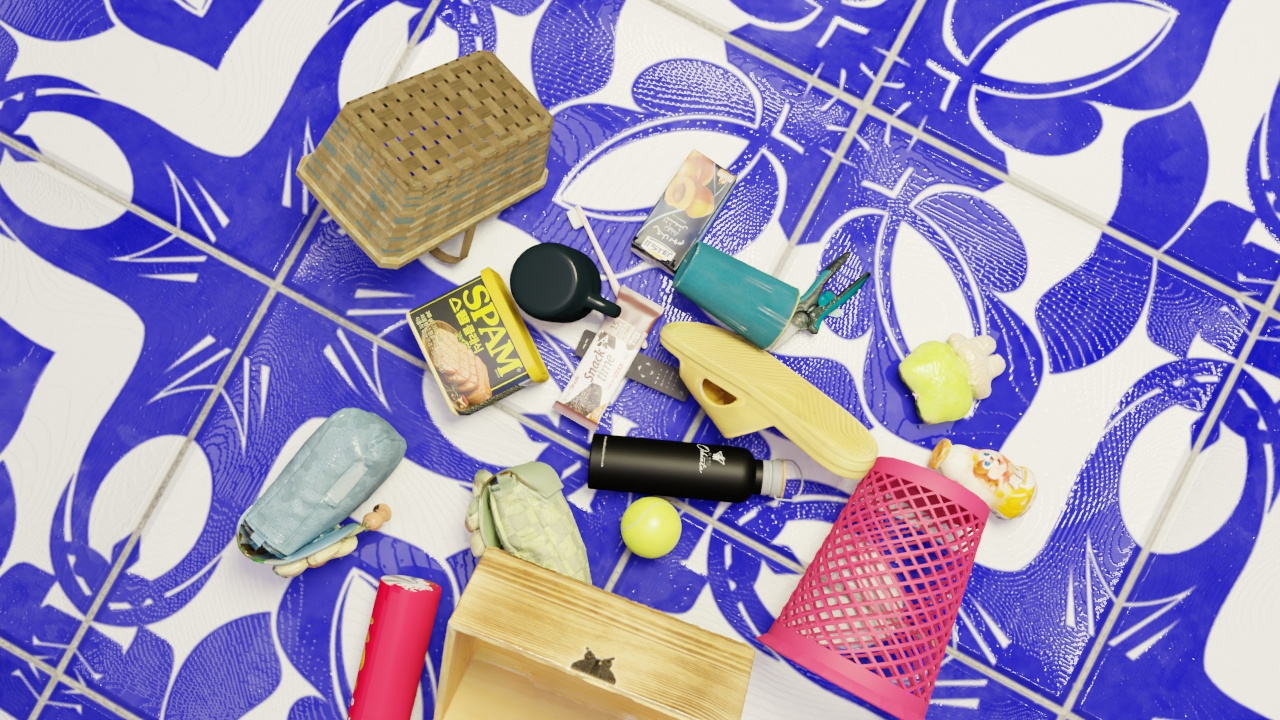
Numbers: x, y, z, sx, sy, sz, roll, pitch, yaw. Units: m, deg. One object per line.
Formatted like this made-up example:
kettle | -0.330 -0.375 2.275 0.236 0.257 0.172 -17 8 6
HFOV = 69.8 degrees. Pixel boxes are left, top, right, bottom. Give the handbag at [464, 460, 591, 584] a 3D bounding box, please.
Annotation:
handbag | -0.124 0.197 0.974 0.117 0.113 0.186 -23 86 7

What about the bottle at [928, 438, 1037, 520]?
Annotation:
bottle | 0.367 0.125 0.987 0.108 0.063 0.063 28 87 2

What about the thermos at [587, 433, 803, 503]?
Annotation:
thermos | 0.061 0.120 0.997 0.231 0.061 0.061 5 86 2

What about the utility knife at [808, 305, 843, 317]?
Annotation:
utility knife | 0.141 -0.074 1.035 0.179 0.016 0.022 14 87 -1

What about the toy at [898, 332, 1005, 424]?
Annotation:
toy | 0.344 0.015 1.005 0.115 0.046 0.092 -26 87 -7

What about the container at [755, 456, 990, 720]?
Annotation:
container | 0.252 0.227 0.938 0.183 0.183 0.225 28 80 3

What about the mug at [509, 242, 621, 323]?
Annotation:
mug | -0.076 -0.076 0.990 0.121 0.094 0.085 26 96 8

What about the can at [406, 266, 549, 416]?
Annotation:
can | -0.178 -0.017 1.008 0.104 0.075 0.135 -26 86 2

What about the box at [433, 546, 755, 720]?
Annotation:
box | -0.090 0.410 0.850 0.279 0.283 0.314 19 46 2

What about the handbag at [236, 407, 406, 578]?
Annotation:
handbag | -0.328 0.147 0.981 0.118 0.122 0.191 42 83 5

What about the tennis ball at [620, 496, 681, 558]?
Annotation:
tennis ball | 0.011 0.181 0.992 0.065 0.065 0.065 0 86 1

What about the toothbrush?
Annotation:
toothbrush | -0.037 -0.093 1.038 0.018 0.015 0.181 -27 85 6

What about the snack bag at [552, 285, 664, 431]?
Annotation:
snack bag | -0.036 -0.003 1.015 0.057 0.013 0.158 30 88 5

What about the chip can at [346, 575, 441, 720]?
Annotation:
chip can | -0.272 0.347 0.987 0.069 0.069 0.220 13 86 2

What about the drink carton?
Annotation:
drink carton | 0.048 -0.163 1.028 0.064 0.040 0.130 33 88 4

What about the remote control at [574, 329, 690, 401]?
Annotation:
remote control | -0.006 0.006 1.030 0.136 0.015 0.032 24 87 3

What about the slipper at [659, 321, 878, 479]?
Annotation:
slipper | 0.128 0.048 0.982 0.263 0.099 0.079 36 124 18

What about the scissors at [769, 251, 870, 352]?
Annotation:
scissors | 0.201 -0.061 1.020 0.140 0.019 0.128 1 79 -4

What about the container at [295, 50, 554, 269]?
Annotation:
container | -0.224 -0.199 0.981 0.157 0.187 0.249 47 51 4

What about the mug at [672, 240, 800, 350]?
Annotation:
mug | 0.100 -0.074 0.986 0.121 0.078 0.078 30 87 -8
